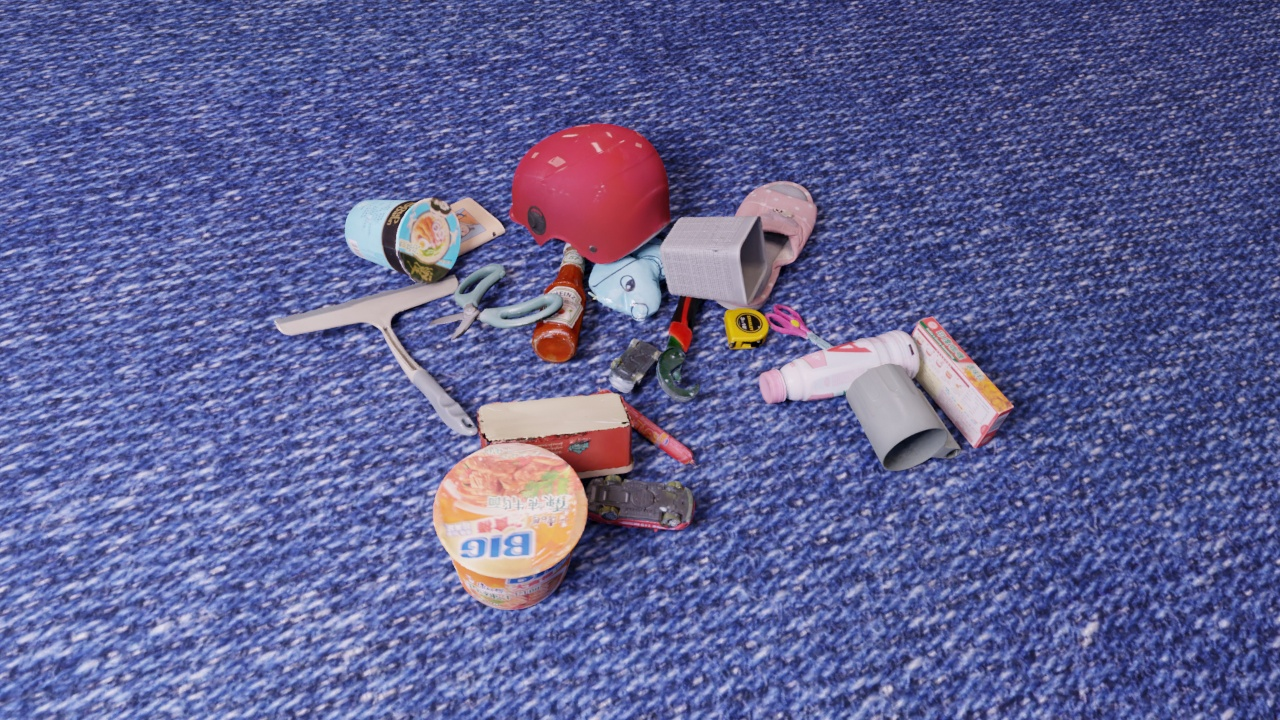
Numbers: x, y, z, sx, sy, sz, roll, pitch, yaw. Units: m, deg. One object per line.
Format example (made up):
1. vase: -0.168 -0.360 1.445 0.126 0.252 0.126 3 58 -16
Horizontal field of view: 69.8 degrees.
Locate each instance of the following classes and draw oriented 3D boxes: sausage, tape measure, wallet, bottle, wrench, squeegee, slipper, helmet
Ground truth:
1. sausage: 0.005 0.078 1.094 0.156 0.020 0.020 36 56 21
2. tape measure: 0.137 -0.040 1.198 0.057 0.029 0.060 -2 51 -7
3. wallet: -0.260 -0.181 1.272 0.115 0.024 0.087 -34 67 -27
4. bottle: 0.247 0.013 1.146 0.196 0.068 0.068 -12 54 -13
5. bottle: -0.096 -0.084 1.189 0.060 0.060 0.205 8 45 0
6. wrench: 0.060 -0.049 1.189 0.056 0.016 0.272 17 44 -5
7. squeegee: -0.267 0.012 1.104 0.245 0.039 0.246 -21 57 -39
8. slipper: 0.175 -0.175 1.296 0.114 0.055 0.273 23 54 12
9. helmet: -0.072 -0.250 1.248 0.240 0.144 0.206 22 42 26

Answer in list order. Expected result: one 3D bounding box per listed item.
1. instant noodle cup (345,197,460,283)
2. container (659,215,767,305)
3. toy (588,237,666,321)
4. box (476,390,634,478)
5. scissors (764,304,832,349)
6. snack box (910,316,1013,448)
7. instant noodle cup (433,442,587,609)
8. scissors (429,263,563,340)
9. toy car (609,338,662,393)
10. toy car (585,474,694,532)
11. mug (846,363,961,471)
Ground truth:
1. instant noodle cup: -0.314 -0.164 1.192 0.121 0.111 0.111 15 48 31
2. container: 0.094 -0.133 1.190 0.114 0.090 0.090 7 42 25
3. toy: -0.011 -0.115 1.230 0.156 0.050 0.161 -18 53 -25
4. box: -0.096 0.079 1.026 0.168 0.080 0.091 -5 28 -12
5. scissors: 0.228 -0.033 1.214 0.135 0.017 0.063 31 42 12
6. snack box: 0.389 0.027 1.143 0.027 0.077 0.155 -19 56 -21
7. instant noodle cup: -0.131 0.176 0.938 0.151 0.112 0.151 3 51 -4
8. scissors: -0.175 -0.079 1.151 0.174 0.019 0.169 -9 35 9
9. toy car: -0.007 0.007 1.141 0.043 0.034 0.090 25 39 11
10. toy car: -0.001 0.159 1.010 0.120 0.045 0.052 5 52 5
11. mug: 0.320 0.069 1.108 0.123 0.084 0.103 8 43 -36
